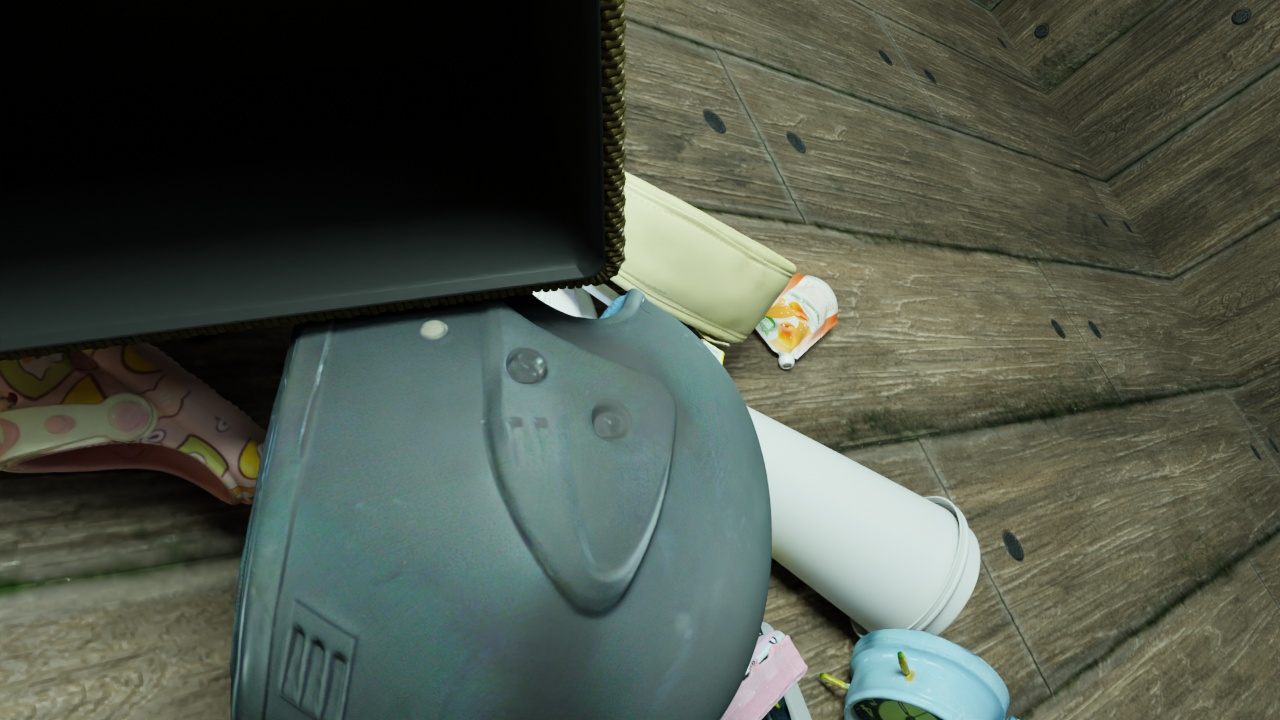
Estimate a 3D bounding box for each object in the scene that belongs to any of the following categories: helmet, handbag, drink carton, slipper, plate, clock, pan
[{"bbox_3d":[-0.056,0.066,0.463,0.235,0.250,0.315,7,58,-14],"label":"helmet"},{"bbox_3d":[0.016,-0.097,0.772,0.191,0.089,0.232,37,13,26],"label":"handbag"},{"bbox_3d":[0.157,-0.042,0.944,0.069,0.039,0.121,52,44,2],"label":"drink carton"},{"bbox_3d":[-0.269,0.023,0.438,0.197,0.093,0.081,38,61,-17],"label":"slipper"},{"bbox_3d":[-0.076,-0.071,0.703,0.157,0.014,0.156,57,15,-25],"label":"plate"},{"bbox_3d":[0.223,0.269,0.688,0.162,0.118,0.059,39,50,-4],"label":"clock"},{"bbox_3d":[0.143,0.339,0.598,0.200,0.051,0.356,24,29,-45],"label":"pan"}]

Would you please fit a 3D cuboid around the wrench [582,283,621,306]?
[{"bbox_3d":[-0.055,-0.070,0.691,0.273,0.009,0.047,32,31,-56],"label":"wrench"}]

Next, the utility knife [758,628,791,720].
[{"bbox_3d":[0.083,0.215,0.637,0.028,0.020,0.213,17,38,-34],"label":"utility knife"}]

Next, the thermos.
[{"bbox_3d":[0.145,0.124,0.731,0.222,0.132,0.131,33,41,-10],"label":"thermos"}]

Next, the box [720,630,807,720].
[{"bbox_3d":[0.005,0.229,0.527,0.232,0.098,0.037,-22,81,-49],"label":"box"}]

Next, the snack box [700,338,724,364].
[{"bbox_3d":[0.029,0.052,0.716,0.025,0.061,0.148,35,41,-19],"label":"snack box"}]

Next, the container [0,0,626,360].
[{"bbox_3d":[-0.181,-0.141,0.351,0.321,0.177,0.204,-8,50,-8],"label":"container"}]
